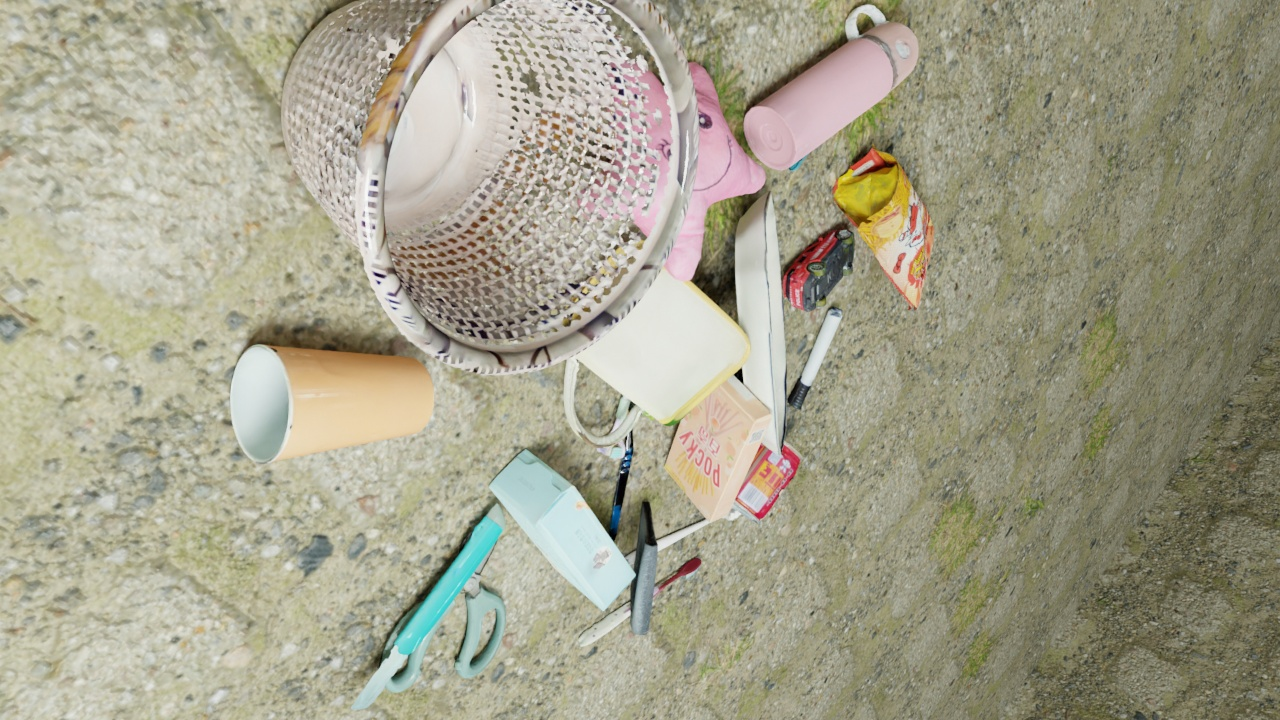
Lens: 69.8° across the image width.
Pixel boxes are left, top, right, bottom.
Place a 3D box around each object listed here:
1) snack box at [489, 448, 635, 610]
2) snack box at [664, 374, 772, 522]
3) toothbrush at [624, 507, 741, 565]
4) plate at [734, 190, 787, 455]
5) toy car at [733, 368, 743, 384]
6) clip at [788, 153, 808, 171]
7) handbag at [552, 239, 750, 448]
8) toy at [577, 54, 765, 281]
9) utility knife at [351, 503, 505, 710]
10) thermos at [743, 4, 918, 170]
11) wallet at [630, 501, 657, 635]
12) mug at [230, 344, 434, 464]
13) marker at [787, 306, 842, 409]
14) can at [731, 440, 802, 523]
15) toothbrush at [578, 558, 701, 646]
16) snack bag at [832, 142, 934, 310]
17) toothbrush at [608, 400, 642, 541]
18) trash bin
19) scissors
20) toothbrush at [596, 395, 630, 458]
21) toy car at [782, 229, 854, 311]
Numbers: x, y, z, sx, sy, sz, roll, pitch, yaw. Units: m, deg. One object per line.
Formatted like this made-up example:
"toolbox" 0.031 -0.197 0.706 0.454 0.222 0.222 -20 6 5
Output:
"snack box" -0.070 0.162 0.865 0.051 0.074 0.175 -46 138 -17
"snack box" 0.075 0.084 0.927 0.026 0.084 0.158 -18 142 -34
"toothbrush" 0.051 0.202 1.057 0.179 0.016 0.016 -17 121 -37
"plate" 0.121 -0.033 0.916 0.161 0.034 0.266 -71 156 -57
"toy car" 0.100 0.059 1.010 0.048 0.031 0.106 -16 116 -40
"clip" 0.164 -0.218 0.925 0.057 0.014 0.048 -51 137 -12
"handbag" -0.009 -0.004 0.834 0.179 0.063 0.163 -45 128 8
"toy" 0.017 -0.166 0.747 0.178 0.075 0.194 53 56 -21
"utility knife" -0.183 0.216 0.805 0.209 0.013 0.029 -54 130 -14
"thermos" 0.184 -0.268 0.881 0.198 0.067 0.087 -39 106 -22
"wallet" 0.003 0.210 0.944 0.019 0.120 0.097 7 103 -4
"mug" -0.211 0.028 0.644 0.122 0.078 0.078 0 113 -51
"marker" 0.209 -0.003 1.096 0.022 0.018 0.131 12 105 -39
"can" 0.138 0.134 1.067 0.093 0.066 0.066 -53 139 -9
"toothbrush" 0.002 0.278 1.056 0.187 0.016 0.017 -27 140 -34
"snack bag" 0.293 -0.152 1.051 0.207 0.073 0.128 31 65 -50
"toothbrush" -0.015 0.110 0.937 0.014 0.016 0.190 -9 120 -36
"trash bin" -0.109 -0.130 0.557 0.226 0.192 0.228 -25 129 -35
"scissors" -0.161 0.236 0.861 0.169 0.019 0.177 37 82 -49
"toothbrush" -0.005 0.005 0.882 0.021 0.029 0.189 -68 174 -76
"toy car" 0.197 -0.102 1.003 0.120 0.045 0.053 -42 139 -37
